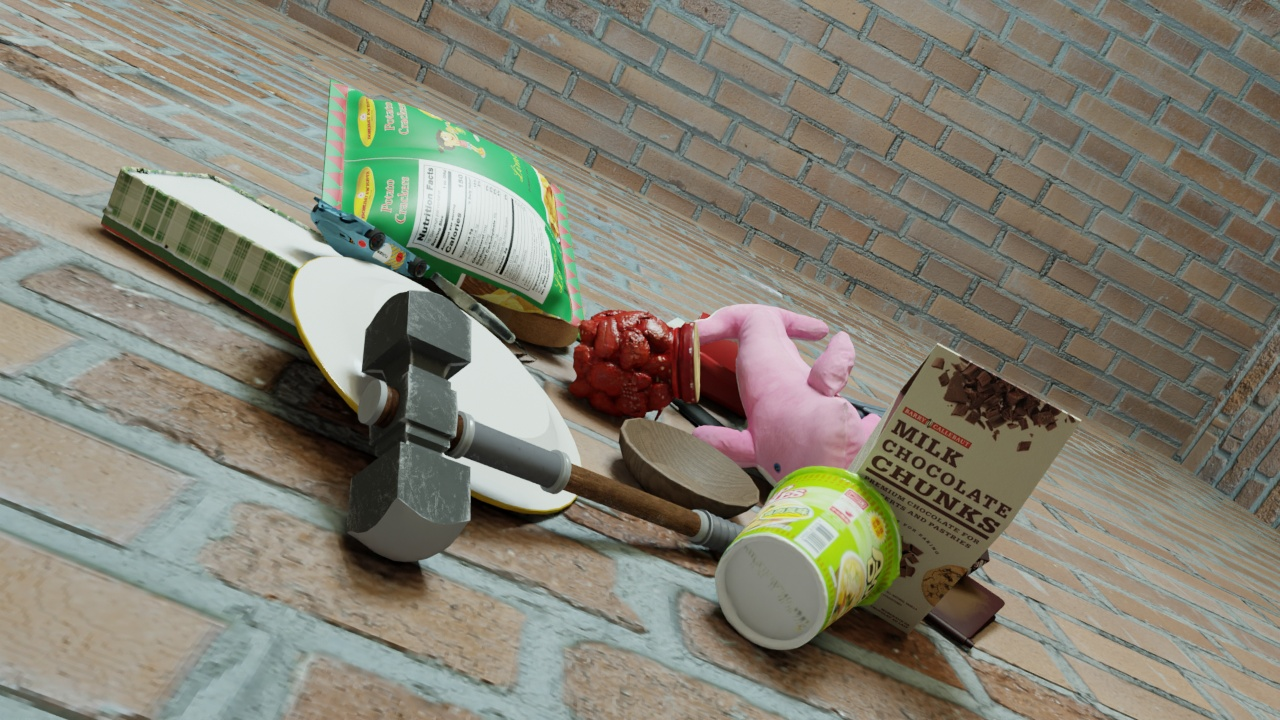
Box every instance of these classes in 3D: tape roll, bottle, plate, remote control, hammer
[{"bbox_3d":[-0.103,-0.047,0.892,0.094,0.027,0.093,18,21,-8],"label":"tape roll"},{"bbox_3d":[-0.005,0.005,0.794,0.111,0.099,0.098,-1,14,6],"label":"bottle"},{"bbox_3d":[-0.120,0.007,0.599,0.230,0.021,0.229,40,15,-13],"label":"plate"},{"bbox_3d":[0.058,0.055,0.888,0.028,0.012,0.124,11,22,-48],"label":"remote control"},{"bbox_3d":[-0.023,0.079,0.557,0.322,0.043,0.155,27,42,-38],"label":"hammer"}]

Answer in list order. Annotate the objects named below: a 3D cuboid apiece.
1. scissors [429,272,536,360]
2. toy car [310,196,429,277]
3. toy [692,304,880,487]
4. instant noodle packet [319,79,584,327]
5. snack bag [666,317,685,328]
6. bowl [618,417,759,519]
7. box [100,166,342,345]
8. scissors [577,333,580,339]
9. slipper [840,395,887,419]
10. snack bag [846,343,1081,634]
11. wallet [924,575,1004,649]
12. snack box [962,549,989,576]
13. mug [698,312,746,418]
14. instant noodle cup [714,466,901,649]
[{"bbox_3d":[-0.124,-0.033,0.752,0.132,0.012,0.169,40,-3,-11],"label":"scissors"},{"bbox_3d":[-0.201,-0.082,0.677,0.060,0.027,0.107,26,-5,21],"label":"toy car"},{"bbox_3d":[0.142,0.029,0.805,0.186,0.128,0.265,-1,46,-18],"label":"toy"},{"bbox_3d":[-0.164,-0.139,0.832,0.252,0.091,0.195,20,43,-35],"label":"instant noodle packet"},{"bbox_3d":[0.121,0.020,1.068,0.225,0.041,0.077,31,17,8],"label":"snack bag"},{"bbox_3d":[0.032,0.087,0.693,0.118,0.030,0.117,26,15,-7],"label":"bowl"},{"bbox_3d":[-0.270,-0.073,0.672,0.205,0.050,0.117,29,11,3],"label":"box"},{"bbox_3d":[-0.045,-0.018,0.948,0.172,0.021,0.171,22,13,0],"label":"scissors"},{"bbox_3d":[0.240,0.098,0.895,0.263,0.101,0.082,21,15,-11],"label":"slipper"},{"bbox_3d":[0.196,0.085,0.625,0.094,0.207,0.069,30,43,11],"label":"snack bag"},{"bbox_3d":[0.244,0.191,0.750,0.091,0.018,0.115,35,19,29],"label":"wallet"},{"bbox_3d":[0.267,0.115,0.811,0.051,0.032,0.140,20,47,-13],"label":"snack box"},{"bbox_3d":[0.088,0.007,0.962,0.096,0.080,0.116,28,8,1],"label":"mug"},{"bbox_3d":[0.100,0.126,0.574,0.099,0.099,0.107,34,24,23],"label":"instant noodle cup"}]
